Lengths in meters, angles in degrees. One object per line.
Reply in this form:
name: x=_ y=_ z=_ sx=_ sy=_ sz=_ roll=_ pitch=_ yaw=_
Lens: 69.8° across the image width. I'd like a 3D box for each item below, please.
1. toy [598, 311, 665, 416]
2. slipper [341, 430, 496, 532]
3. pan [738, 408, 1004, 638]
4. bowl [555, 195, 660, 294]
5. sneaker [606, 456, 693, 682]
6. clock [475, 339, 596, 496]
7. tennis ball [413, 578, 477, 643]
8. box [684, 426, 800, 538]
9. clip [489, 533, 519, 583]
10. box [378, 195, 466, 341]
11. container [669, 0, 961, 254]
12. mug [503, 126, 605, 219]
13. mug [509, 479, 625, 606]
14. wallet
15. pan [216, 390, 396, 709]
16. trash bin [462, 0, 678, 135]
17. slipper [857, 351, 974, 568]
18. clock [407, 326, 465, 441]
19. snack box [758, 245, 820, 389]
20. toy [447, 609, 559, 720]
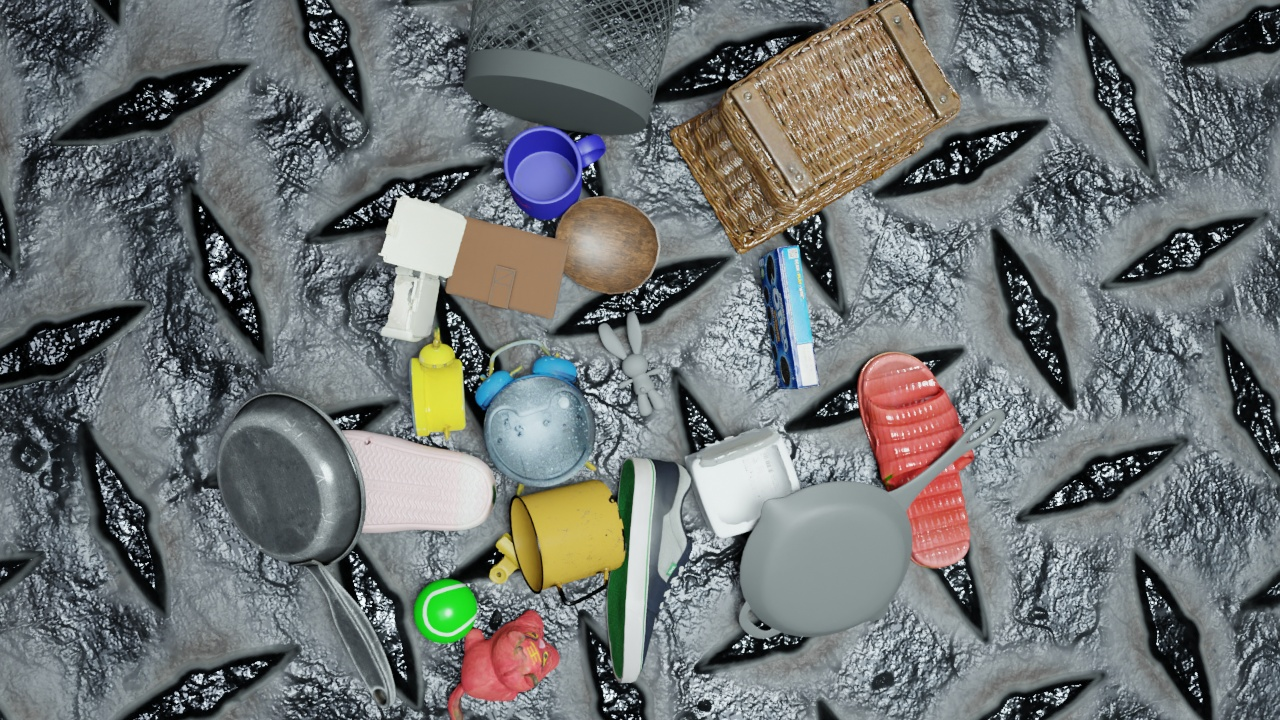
toy: x=-0.006 y=0.006 z=0.998 sx=0.049 sy=0.030 sz=0.111 roll=-22 pitch=95 yaw=10
slipper: x=-0.259 y=0.129 z=0.963 sx=0.222 sy=0.055 sz=0.107 roll=4 pitch=90 yaw=7
pan: x=0.247 y=0.176 z=0.962 sx=0.355 sy=0.024 sz=0.216 roll=-43 pitch=113 yaw=6
bowl: x=-0.035 y=-0.126 z=0.999 sx=0.114 sy=0.026 sz=0.102 roll=18 pitch=101 yaw=1
sneaker: x=0.014 y=0.223 z=0.970 sx=0.079 sy=0.084 sz=0.235 roll=7 pitch=87 yaw=-17
clock: x=-0.110 y=0.056 z=0.976 sx=0.117 sy=0.060 sz=0.161 roll=-16 pitch=88 yaw=-3
tennis ball: x=-0.204 y=0.262 z=0.958 sx=0.065 sy=0.065 sz=0.065 roll=0 pitch=88 yaw=-4
box: x=0.112 y=0.118 z=0.951 sx=0.109 sy=0.136 sz=0.121 roll=-19 pitch=90 yaw=-7
clip: x=-0.140 y=0.217 z=0.990 sx=0.054 sy=0.044 sz=0.049 roll=43 pitch=127 yaw=-3
box: x=-0.209 y=-0.084 z=0.908 sx=0.070 sy=0.186 sz=0.143 roll=12 pitch=94 yaw=-5
container: x=0.185 y=-0.246 z=0.941 sx=0.250 sy=0.183 sz=0.162 roll=-31 pitch=92 yaw=-4
mug: x=-0.088 y=-0.204 z=0.972 sx=0.111 sy=0.083 sz=0.079 roll=-29 pitch=90 yaw=-4
mug: x=-0.070 y=0.188 z=0.939 sx=0.094 sy=0.101 sz=0.123 roll=-11 pitch=59 yaw=-23
wallet: x=-0.144 y=-0.100 z=0.991 sx=0.121 sy=0.013 sz=0.087 roll=14 pitch=100 yaw=0
pan: x=-0.330 y=0.203 z=0.937 sx=0.188 sy=0.055 sz=0.357 roll=-14 pitch=96 yaw=28
trash bin: x=-0.064 y=-0.366 z=0.919 sx=0.218 sy=0.218 sz=0.227 roll=11 pitch=91 yaw=-4
slipper: x=0.310 y=0.109 z=1.002 sx=0.103 sy=0.059 sz=0.248 roll=-16 pitch=91 yaw=-4
clock: x=-0.214 y=0.024 z=0.958 sx=0.057 sy=0.083 sz=0.118 roll=-4 pitch=91 yaw=-10
snack box: x=0.158 y=-0.044 z=0.985 sx=0.027 sy=0.082 sz=0.150 roll=-9 pitch=88 yaw=-6
toy: x=-0.153 y=0.322 z=0.947 sx=0.133 sy=0.094 sz=0.088 roll=-37 pitch=91 yaw=-3
